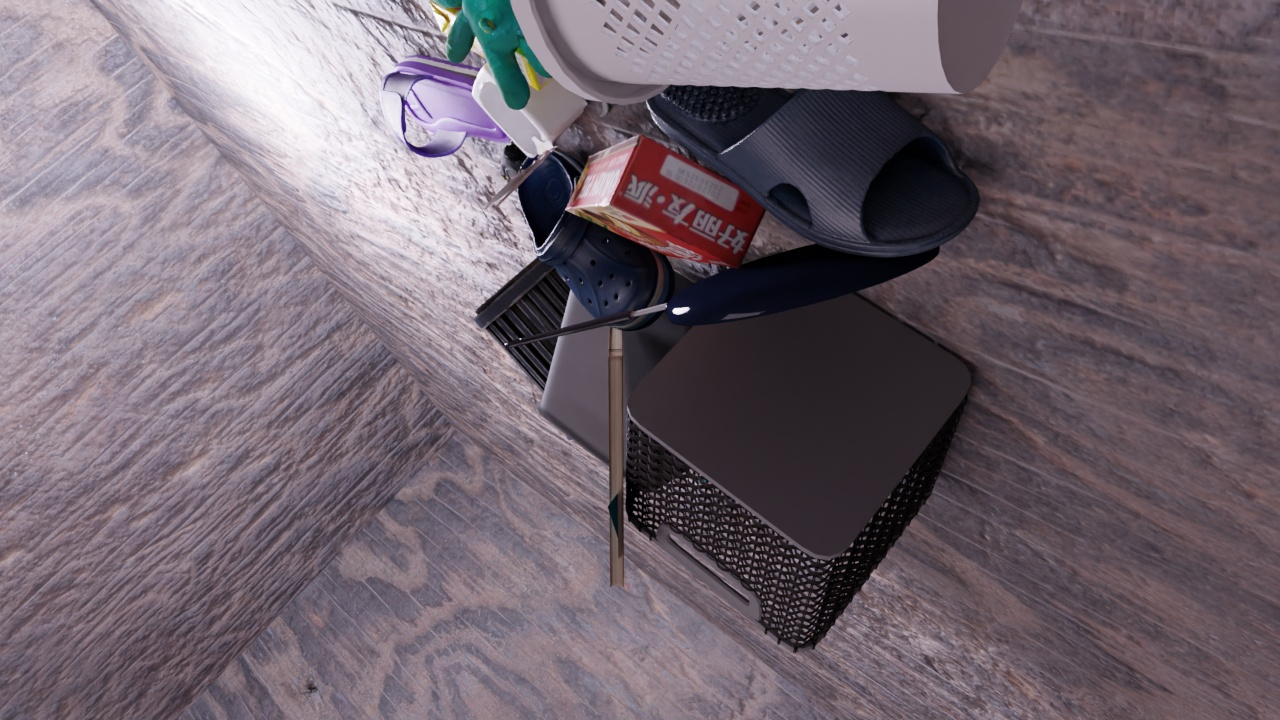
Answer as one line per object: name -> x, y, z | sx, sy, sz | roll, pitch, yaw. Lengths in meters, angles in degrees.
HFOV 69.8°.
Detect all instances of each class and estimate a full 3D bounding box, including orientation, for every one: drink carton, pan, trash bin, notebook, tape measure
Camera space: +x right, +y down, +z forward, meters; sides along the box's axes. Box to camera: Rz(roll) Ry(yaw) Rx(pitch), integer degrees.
drink carton -> -0.123, -0.300, 0.828 | 0.134, 0.058, 0.043 | 36, 163, 24
pan -> 0.044, -0.049, 0.701 | 0.357, 0.198, 0.021 | -12, 101, 25
trash bin -> -0.006, 0.006, 1.062 | 0.192, 0.097, 0.220 | 34, 125, 25
trash bin -> 0.071, -0.210, 0.440 | 0.200, 0.195, 0.195 | 20, 153, 31
trash bin -> -0.116, -0.024, 1.315 | 0.227, 0.164, 0.164 | 49, 162, -9
notebook -> -0.025, 0.101, 0.936 | 0.178, 0.014, 0.249 | -96, 6, -77
tape measure -> -0.131, -0.219, 1.070 | 0.072, 0.042, 0.072 | 47, 162, 2

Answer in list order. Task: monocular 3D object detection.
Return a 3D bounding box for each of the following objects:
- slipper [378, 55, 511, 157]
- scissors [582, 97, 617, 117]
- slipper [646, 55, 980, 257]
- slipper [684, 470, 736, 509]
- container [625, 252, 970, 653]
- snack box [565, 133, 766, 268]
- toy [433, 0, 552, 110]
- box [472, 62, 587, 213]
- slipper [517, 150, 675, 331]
slipper -> -0.244, -0.288, 1.082 | 0.267, 0.084, 0.107 | 23, 154, 48
scissors -> -0.028, -0.254, 0.799 | 0.124, 0.019, 0.156 | 34, 163, 34
slipper -> 0.100, -0.159, 0.613 | 0.264, 0.101, 0.082 | 37, 163, 30
slipper -> 0.073, 0.120, 1.255 | 0.268, 0.055, 0.098 | -114, 2, -71
container -> 0.139, 0.085, 0.872 | 0.247, 0.245, 0.244 | 36, 158, 21
snack box -> 0.013, -0.132, 0.778 | 0.113, 0.060, 0.236 | 23, -177, -15
toy -> -0.133, -0.304, 0.759 | 0.193, 0.131, 0.072 | 59, -154, 6
box -> -0.129, -0.218, 0.899 | 0.128, 0.136, 0.108 | 47, 170, -12
slipper -> -0.067, -0.126, 0.952 | 0.095, 0.105, 0.252 | 5, -139, -49
